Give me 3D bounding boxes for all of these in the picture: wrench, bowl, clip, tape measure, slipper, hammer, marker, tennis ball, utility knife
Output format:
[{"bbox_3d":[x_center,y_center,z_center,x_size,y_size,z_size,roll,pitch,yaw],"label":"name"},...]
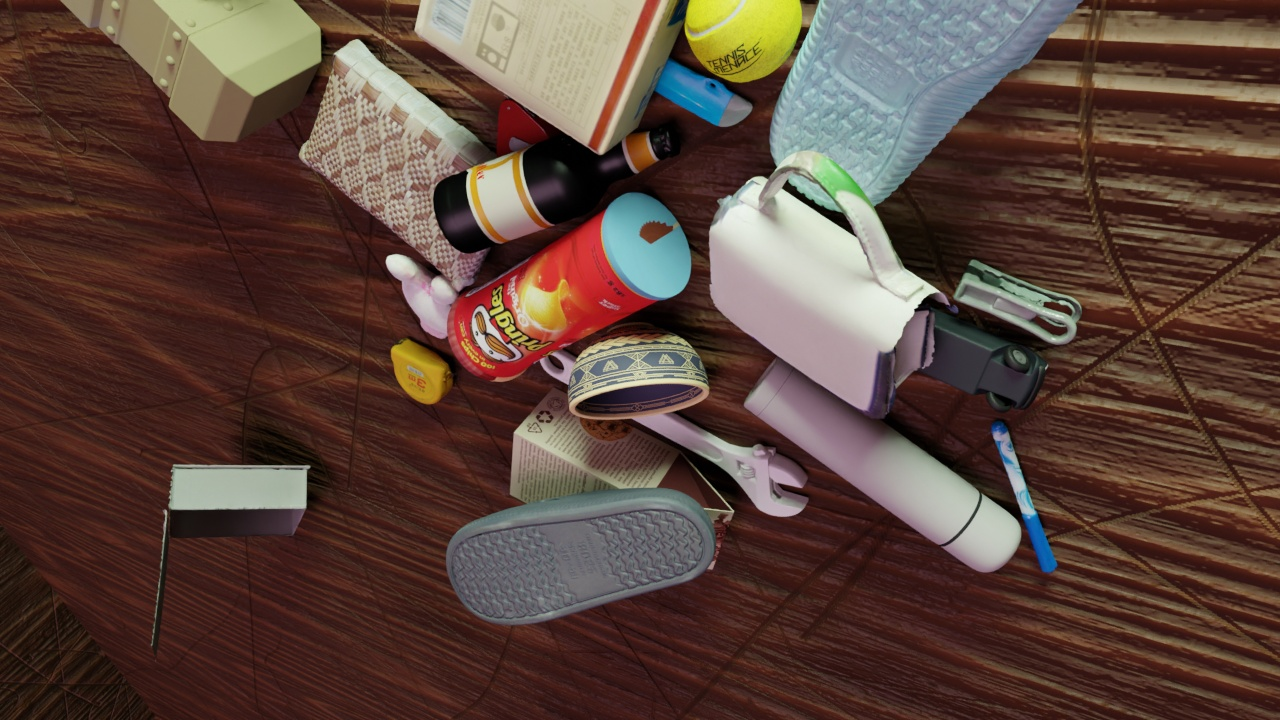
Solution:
[{"bbox_3d":[0.026,0.057,0.815,0.273,0.018,0.066,28,138,13],"label":"wrench"},{"bbox_3d":[-0.004,0.004,0.740,0.113,0.112,0.061,-24,67,45],"label":"bowl"},{"bbox_3d":[0.236,-0.036,0.574,0.076,0.043,0.023,25,139,14],"label":"clip"},{"bbox_3d":[-0.220,0.015,0.940,0.068,0.030,0.059,25,137,18],"label":"tape measure"},{"bbox_3d":[-0.055,0.158,0.819,0.269,0.083,0.111,-17,108,23],"label":"slipper"},{"bbox_3d":[-0.290,-0.323,0.637,0.190,0.100,0.326,46,138,-8],"label":"hammer"},{"bbox_3d":[0.283,0.102,0.675,0.013,0.013,0.142,-7,121,39],"label":"marker"},{"bbox_3d":[-0.083,-0.166,0.690,0.051,0.019,0.059,27,137,13],"label":"tape measure"},{"bbox_3d":[0.059,-0.196,0.530,0.065,0.065,0.065,19,135,20],"label":"tennis ball"},{"bbox_3d":[0.148,-0.177,0.486,0.116,0.069,0.277,36,153,4],"label":"slipper"},{"bbox_3d":[-0.018,-0.211,0.608,0.207,0.015,0.031,32,135,3],"label":"utility knife"}]

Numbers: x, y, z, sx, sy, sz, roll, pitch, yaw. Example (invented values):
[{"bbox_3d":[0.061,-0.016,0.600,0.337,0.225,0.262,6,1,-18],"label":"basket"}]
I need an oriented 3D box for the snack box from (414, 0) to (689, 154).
[{"bbox_3d":[-0.039,-0.251,0.544,0.153,0.055,0.208,34,132,6],"label":"snack box"}]

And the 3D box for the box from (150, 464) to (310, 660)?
[{"bbox_3d":[-0.661,0.274,1.104,0.234,0.526,0.167,44,146,-2],"label":"box"}]

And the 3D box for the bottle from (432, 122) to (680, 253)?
[{"bbox_3d":[-0.058,-0.130,0.658,0.182,0.059,0.059,-15,118,20],"label":"bottle"}]

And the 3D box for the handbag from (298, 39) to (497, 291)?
[{"bbox_3d":[-0.187,-0.157,0.755,0.186,0.046,0.124,39,131,-1],"label":"handbag"}]

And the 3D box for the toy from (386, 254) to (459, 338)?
[{"bbox_3d":[-0.192,-0.055,0.848,0.076,0.037,0.126,33,159,11],"label":"toy"}]

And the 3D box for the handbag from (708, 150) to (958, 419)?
[{"bbox_3d":[0.117,-0.064,0.563,0.151,0.074,0.176,37,160,28],"label":"handbag"}]

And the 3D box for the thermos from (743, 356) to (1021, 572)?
[{"bbox_3d":[0.184,0.079,0.694,0.224,0.052,0.052,36,139,3],"label":"thermos"}]

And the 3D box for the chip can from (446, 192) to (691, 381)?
[{"bbox_3d":[-0.063,-0.052,0.729,0.214,0.086,0.087,-23,111,44],"label":"chip can"}]

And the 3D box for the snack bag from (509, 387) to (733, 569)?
[{"bbox_3d":[-0.015,0.121,0.860,0.206,0.069,0.095,26,137,14],"label":"snack bag"}]

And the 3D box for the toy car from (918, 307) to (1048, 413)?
[{"bbox_3d":[0.211,-0.006,0.612,0.112,0.034,0.046,27,132,22],"label":"toy car"}]
